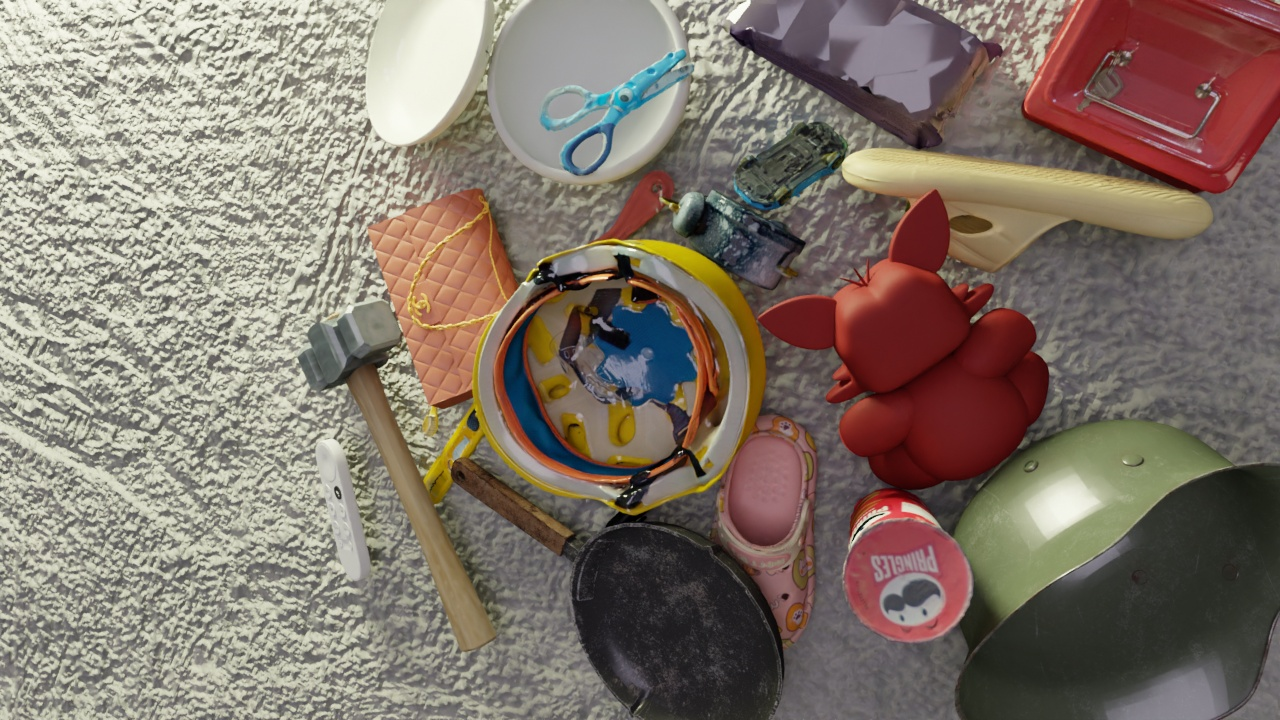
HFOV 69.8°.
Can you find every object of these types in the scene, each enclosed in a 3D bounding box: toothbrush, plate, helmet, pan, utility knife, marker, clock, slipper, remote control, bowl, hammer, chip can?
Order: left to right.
[{"bbox_3d":[-0.279,0.140,0.860,0.043,0.013,0.136,-4,99,47],"label":"remote control"},{"bbox_3d":[-0.210,0.107,0.824,0.118,0.051,0.323,-28,86,44],"label":"hammer"},{"bbox_3d":[-0.182,-0.275,0.815,0.183,0.034,0.182,-9,77,42],"label":"plate"},{"bbox_3d":[-0.187,0.005,0.852,0.021,0.016,0.135,10,93,12],"label":"toothbrush"},{"bbox_3d":[-0.161,0.075,0.847,0.030,0.017,0.156,37,102,21],"label":"utility knife"},{"bbox_3d":[-0.039,-0.235,0.787,0.177,0.066,0.176,0,90,15],"label":"bowl"},{"bbox_3d":[-0.029,0.179,0.778,0.357,0.040,0.208,35,125,22],"label":"pan"},{"bbox_3d":[-0.004,0.004,0.744,0.241,0.139,0.209,-17,97,32],"label":"helmet"},{"bbox_3d":[0.024,0.110,0.798,0.139,0.016,0.022,-39,112,11],"label":"marker"},{"bbox_3d":[0.073,-0.106,0.746,0.129,0.090,0.052,33,103,9],"label":"clock"},{"bbox_3d":[0.095,0.142,0.745,0.093,0.081,0.197,4,89,16],"label":"slipper"},{"bbox_3d":[0.180,0.132,0.643,0.073,0.233,0.073,-1,87,13],"label":"chip can"},{"bbox_3d":[0.281,-0.108,0.694,0.261,0.111,0.079,10,114,11],"label":"slipper"},{"bbox_3d":[0.322,0.134,0.635,0.268,0.153,0.227,-40,120,21],"label":"helmet"}]

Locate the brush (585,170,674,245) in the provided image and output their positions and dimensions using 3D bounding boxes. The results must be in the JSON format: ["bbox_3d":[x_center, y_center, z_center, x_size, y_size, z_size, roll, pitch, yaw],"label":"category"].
[{"bbox_3d":[-0.030,-0.094,0.803,0.041,0.030,0.172,44,100,12],"label":"brush"}]

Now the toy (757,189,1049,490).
[{"bbox_3d":[0.205,-0.003,0.681,0.158,0.120,0.197,-36,104,14],"label":"toy"}]

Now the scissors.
[{"bbox_3d":[-0.013,-0.202,0.740,0.140,0.015,0.083,-21,83,12],"label":"scissors"}]

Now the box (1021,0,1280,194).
[{"bbox_3d":[0.378,-0.208,0.671,0.157,0.122,0.137,29,115,10],"label":"box"}]

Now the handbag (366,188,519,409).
[{"bbox_3d":[-0.162,-0.057,0.817,0.109,0.060,0.172,-21,81,1],"label":"handbag"}]

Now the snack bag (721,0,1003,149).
[{"bbox_3d":[0.173,-0.260,0.736,0.205,0.058,0.096,34,99,12],"label":"snack bag"}]

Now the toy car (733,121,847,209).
[{"bbox_3d":[0.121,-0.156,0.747,0.105,0.032,0.048,-36,70,-20],"label":"toy car"}]
